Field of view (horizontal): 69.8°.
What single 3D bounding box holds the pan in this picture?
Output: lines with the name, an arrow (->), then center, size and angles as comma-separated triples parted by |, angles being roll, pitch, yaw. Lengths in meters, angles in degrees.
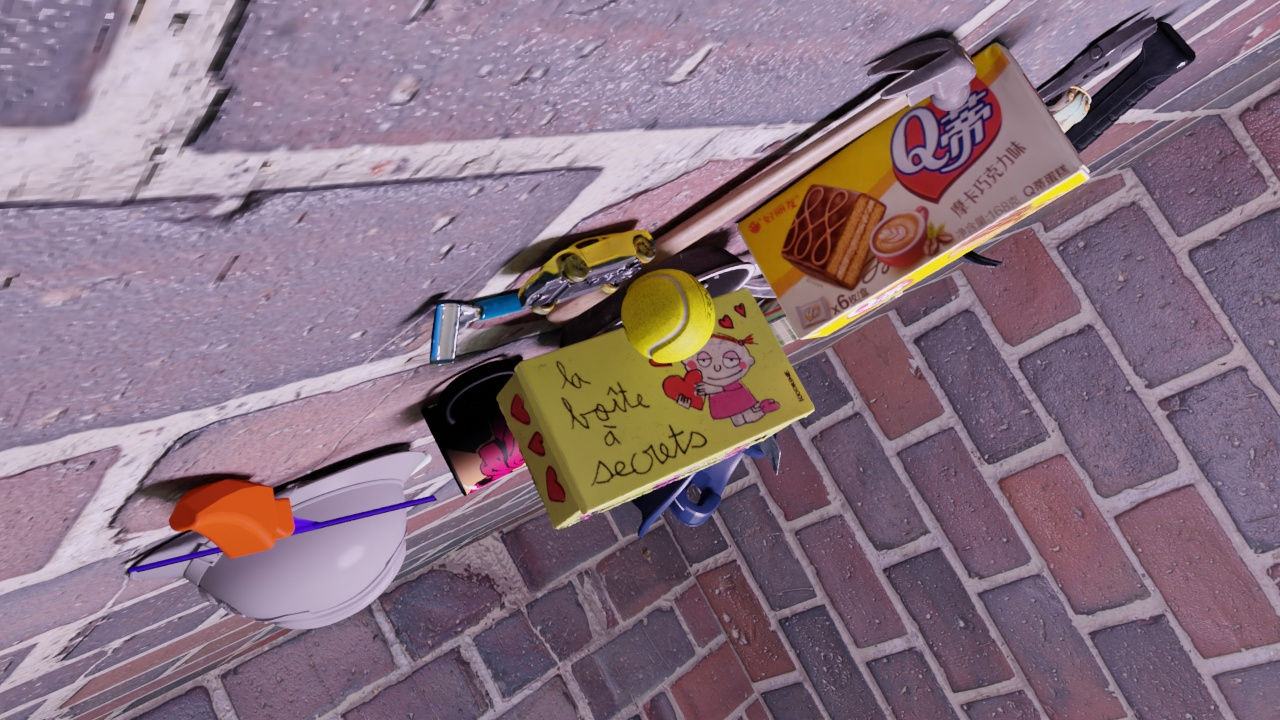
pan -> 0.074, -0.061, 0.823 | 0.355, 0.055, 0.188 | -23, 170, -37

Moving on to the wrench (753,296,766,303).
wrench -> 0.138, -0.081, 1.049 | 0.274, 0.018, 0.083 | -33, 171, 25

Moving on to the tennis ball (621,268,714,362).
tennis ball -> 0.019, -0.032, 0.645 | 0.065, 0.065, 0.065 | -28, 172, -5

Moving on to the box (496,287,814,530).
box -> 0.012, 0.034, 0.714 | 0.220, 0.124, 0.081 | -16, 165, -33

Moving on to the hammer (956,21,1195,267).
hammer -> 0.425, -0.211, 0.960 | 0.025, 0.118, 0.334 | -26, 167, -33

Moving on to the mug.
mug -> -0.126, 0.046, 0.771 | 0.098, 0.082, 0.118 | -27, 144, -14

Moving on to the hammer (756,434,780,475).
hammer -> -0.027, 0.069, 0.948 | 0.300, 0.217, 0.037 | -14, 132, -16

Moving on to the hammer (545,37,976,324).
hammer -> 0.069, -0.113, 0.625 | 0.332, 0.030, 0.119 | -29, 172, 20

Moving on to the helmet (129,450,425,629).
helmet -> -0.304, 0.186, 0.843 | 0.270, 0.117, 0.184 | -23, 170, -26

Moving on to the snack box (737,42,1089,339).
snack box -> 0.196, -0.119, 0.688 | 0.231, 0.110, 0.061 | -33, 168, 29

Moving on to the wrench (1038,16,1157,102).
wrench -> 0.353, -0.231, 0.867 | 0.072, 0.018, 0.274 | -21, 170, -44

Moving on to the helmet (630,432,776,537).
helmet -> 0.052, 0.139, 1.362 | 0.233, 0.223, 0.271 | -56, -175, 43

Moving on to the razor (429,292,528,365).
razor -> -0.083, -0.035, 0.589 | 0.143, 0.022, 0.042 | -25, 136, -52

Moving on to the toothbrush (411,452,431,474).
toothbrush -> -0.287, 0.140, 0.987 | 0.155, 0.015, 0.022 | -31, -158, 13

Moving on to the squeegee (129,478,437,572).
squeegee -> -0.292, 0.115, 0.672 | 0.249, 0.055, 0.185 | -13, 171, -4

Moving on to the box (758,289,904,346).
box -> 0.214, -0.080, 1.010 | 0.206, 0.049, 0.117 | -26, -169, 49

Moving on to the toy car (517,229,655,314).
toy car -> -0.034, -0.057, 0.570 | 0.106, 0.030, 0.049 | -24, 172, -45

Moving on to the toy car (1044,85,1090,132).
toy car -> 0.391, -0.221, 0.906 | 0.047, 0.047, 0.112 | 11, 147, -36
